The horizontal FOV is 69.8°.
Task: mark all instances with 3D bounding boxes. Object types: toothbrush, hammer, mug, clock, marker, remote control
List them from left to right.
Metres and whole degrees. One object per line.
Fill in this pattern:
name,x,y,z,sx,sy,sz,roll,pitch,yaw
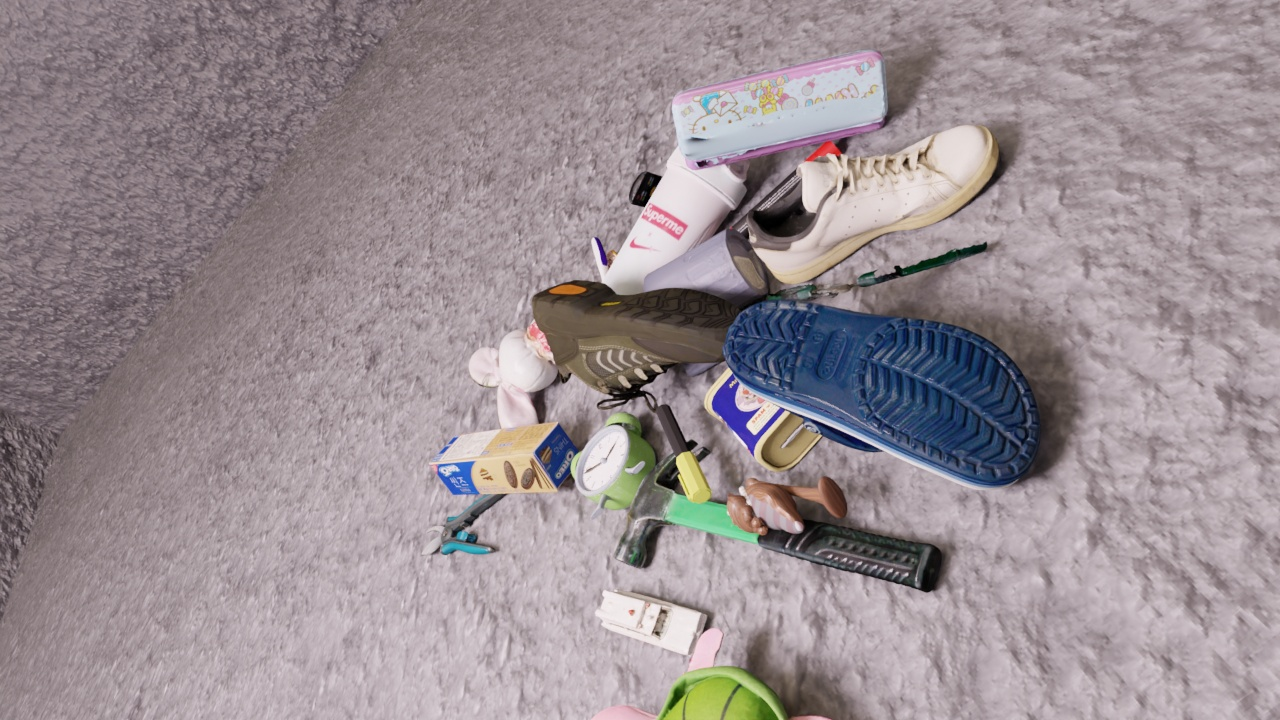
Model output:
toothbrush,-0.038,-0.080,1.108,0.015,0.016,0.186,-55,37,43
clock,-0.029,0.107,0.946,0.094,0.042,0.119,-47,33,12
remote control,0.014,-0.202,1.085,0.041,0.020,0.151,-63,-8,13
marker,0.037,0.085,0.858,0.021,0.017,0.123,-43,37,15
mug,0.075,-0.060,0.946,0.104,0.083,0.123,-29,67,28
hammer,0.106,0.143,0.780,0.319,0.032,0.130,4,65,49
marker,0.154,-0.181,0.991,0.145,0.021,0.023,-41,8,18

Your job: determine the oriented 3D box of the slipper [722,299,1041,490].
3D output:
slipper,0.186,0.021,0.718,0.253,0.095,0.105,23,74,29

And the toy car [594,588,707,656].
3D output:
toy car,0.006,0.229,0.815,0.113,0.039,0.039,0,62,48

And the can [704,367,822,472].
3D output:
can,0.126,0.031,0.823,0.116,0.056,0.092,-49,37,8

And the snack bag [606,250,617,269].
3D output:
snack bag,-0.025,-0.110,1.136,0.026,0.020,0.099,-47,37,9

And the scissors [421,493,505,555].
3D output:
scissors,-0.208,0.199,1.099,0.156,0.019,0.124,19,77,52

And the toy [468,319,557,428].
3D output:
toy,-0.124,-0.009,1.120,0.194,0.084,0.159,-45,56,8

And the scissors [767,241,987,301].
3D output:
scissors,0.190,-0.071,0.824,0.201,0.015,0.201,-16,6,-4

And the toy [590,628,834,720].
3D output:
toy,0.049,0.296,0.674,0.239,0.087,0.190,-9,73,39

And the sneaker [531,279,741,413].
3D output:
sneaker,-0.005,0.005,0.911,0.238,0.143,0.100,9,26,35

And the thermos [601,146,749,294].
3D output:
thermos,0.039,-0.147,1.039,0.220,0.099,0.099,-58,36,4

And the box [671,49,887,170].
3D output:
box,0.139,-0.267,0.939,0.214,0.093,0.089,-11,47,8

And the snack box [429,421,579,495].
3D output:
snack box,-0.160,0.118,1.069,0.207,0.057,0.056,-10,31,44

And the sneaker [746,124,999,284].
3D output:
sneaker,0.201,-0.161,0.851,0.242,0.102,0.088,-28,43,30

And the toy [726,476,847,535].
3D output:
toy,0.110,0.117,0.737,0.054,0.041,0.102,-45,23,-25
